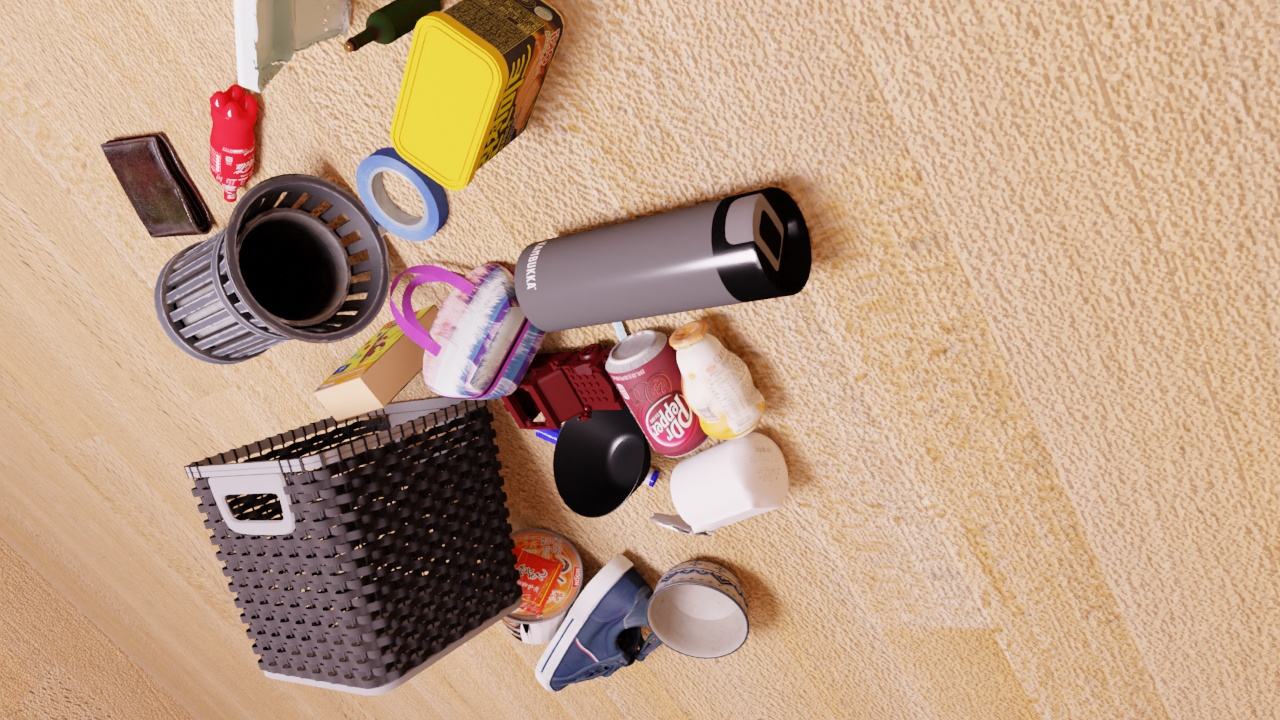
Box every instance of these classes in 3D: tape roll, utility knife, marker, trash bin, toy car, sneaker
[{"bbox_3d":[-0.229,-0.158,0.879,0.093,0.016,0.091,6,130,28],"label":"tape roll"},{"bbox_3d":[-0.005,0.005,0.889,0.022,0.015,0.168,-2,123,32],"label":"utility knife"},{"bbox_3d":[-0.048,0.101,0.992,0.141,0.020,0.020,22,136,14],"label":"marker"},{"bbox_3d":[-0.394,-0.080,0.955,0.228,0.163,0.164,-12,120,43],"label":"trash bin"},{"bbox_3d":[-0.089,0.027,0.917,0.170,0.061,0.070,-3,125,40],"label":"toy car"},{"bbox_3d":[-0.038,0.363,1.160,0.127,0.120,0.295,41,136,13],"label":"sneaker"}]

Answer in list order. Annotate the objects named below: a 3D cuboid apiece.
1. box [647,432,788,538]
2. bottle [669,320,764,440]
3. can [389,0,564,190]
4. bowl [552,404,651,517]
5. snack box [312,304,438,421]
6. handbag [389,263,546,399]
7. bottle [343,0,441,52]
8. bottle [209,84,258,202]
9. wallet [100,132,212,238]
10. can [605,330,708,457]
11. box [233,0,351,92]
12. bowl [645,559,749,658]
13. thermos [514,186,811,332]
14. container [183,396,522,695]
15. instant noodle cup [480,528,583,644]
[{"bbox_3d":[0.069,0.132,0.898,0.161,0.081,0.091,-28,68,46],"label":"box"},{"bbox_3d":[0.065,0.017,0.815,0.063,0.062,0.109,-11,121,38],"label":"bottle"},{"bbox_3d":[-0.124,-0.213,0.702,0.072,0.100,0.131,35,138,1],"label":"can"},{"bbox_3d":[-0.027,0.101,0.938,0.124,0.124,0.052,-12,160,39],"label":"bowl"},{"bbox_3d":[-0.268,0.002,0.967,0.088,0.125,0.040,-15,118,40],"label":"snack box"},{"bbox_3d":[-0.182,-0.042,0.899,0.170,0.144,0.068,30,-178,32],"label":"handbag"},{"bbox_3d":[-0.191,-0.258,0.701,0.025,0.105,0.025,18,135,19],"label":"bottle"},{"bbox_3d":[-0.413,-0.214,0.929,0.042,0.041,0.142,34,138,2],"label":"bottle"},{"bbox_3d":[-0.548,-0.197,1.042,0.099,0.031,0.120,1,125,28],"label":"wallet"},{"bbox_3d":[0.018,0.031,0.857,0.063,0.063,0.114,-9,122,37],"label":"can"},{"bbox_3d":[-0.257,-0.309,0.675,0.043,0.135,0.198,26,137,2],"label":"box"},{"bbox_3d":[0.068,0.273,1.033,0.115,0.059,0.116,7,122,11],"label":"bowl"},{"bbox_3d":[0.012,-0.078,0.751,0.241,0.082,0.082,-7,123,36],"label":"thermos"},{"bbox_3d":[-0.298,0.190,1.007,0.248,0.244,0.243,-8,99,37],"label":"container"},{"bbox_3d":[-0.134,0.295,1.158,0.124,0.123,0.122,23,145,14],"label":"instant noodle cup"}]
